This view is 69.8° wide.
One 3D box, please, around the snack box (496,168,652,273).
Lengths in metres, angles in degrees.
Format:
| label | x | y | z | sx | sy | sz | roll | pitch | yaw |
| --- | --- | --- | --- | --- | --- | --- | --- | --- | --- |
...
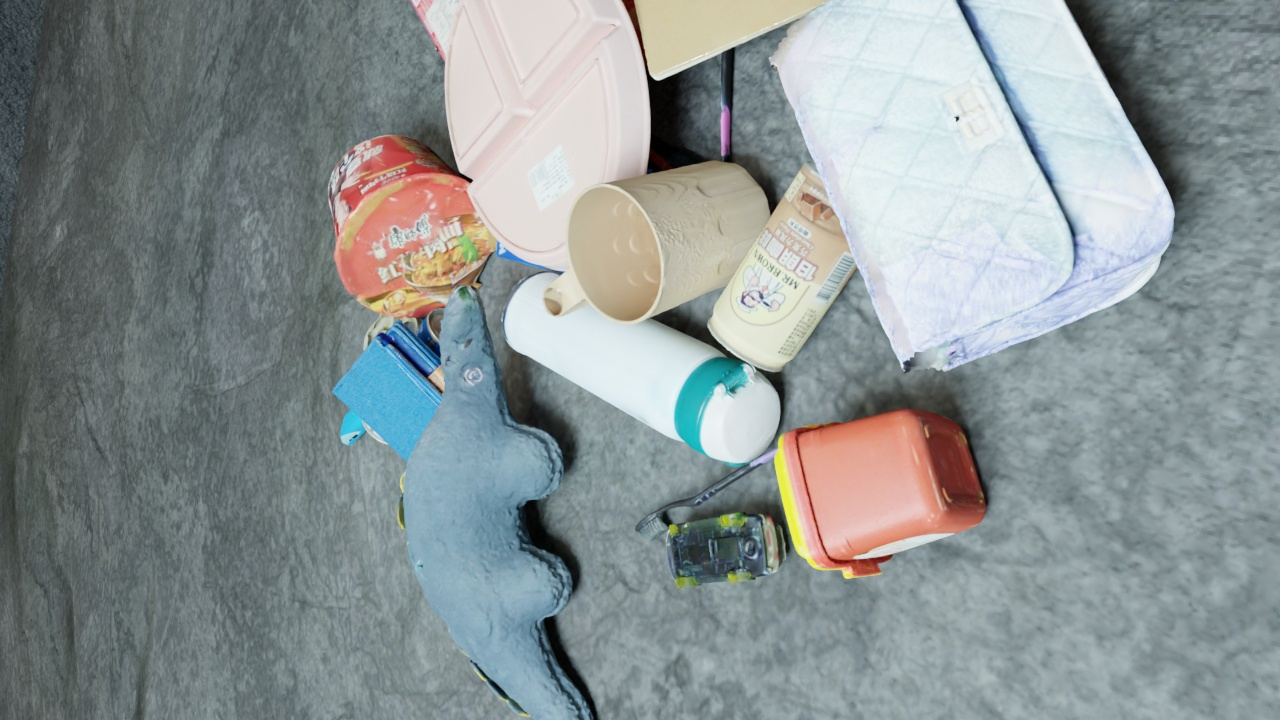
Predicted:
| label | x | y | z | sx | sy | sz | roll | pitch | yaw |
| --- | --- | --- | --- | --- | --- | --- | --- | --- | --- |
| snack box | -0.055 | -0.110 | 0.700 | 0.157 | 0.026 | 0.084 | 19 | 110 | 45 |

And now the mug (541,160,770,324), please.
| label | x | y | z | sx | sy | sz | roll | pitch | yaw |
| --- | --- | --- | --- | --- | --- | --- | --- | --- | --- |
| mug | 0.008 | -0.069 | 0.581 | 0.125 | 0.103 | 0.084 | -32 | 83 | 50 |

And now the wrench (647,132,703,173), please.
| label | x | y | z | sx | sy | sz | roll | pitch | yaw |
| --- | --- | --- | --- | --- | --- | --- | --- | --- | --- |
| wrench | -0.017 | -0.164 | 0.686 | 0.273 | 0.016 | 0.056 | 38 | 116 | 40 |

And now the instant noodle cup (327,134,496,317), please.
| label | x | y | z | sx | sy | sz | roll | pitch | yaw |
| --- | --- | --- | --- | --- | --- | --- | --- | --- | --- |
| instant noodle cup | -0.204 | -0.123 | 0.790 | 0.138 | 0.137 | 0.108 | -59 | 44 | 23 |

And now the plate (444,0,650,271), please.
| label | x | y | z | sx | sy | sz | roll | pitch | yaw |
| --- | --- | --- | --- | --- | --- | --- | --- | --- | --- |
| plate | -0.077 | -0.174 | 0.649 | 0.230 | 0.028 | 0.230 | 23 | 121 | 44 |

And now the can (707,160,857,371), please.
| label | x | y | z | sx | sy | sz | roll | pitch | yaw |
| --- | --- | --- | --- | --- | --- | --- | --- | --- | --- |
| can | 0.092 | -0.055 | 0.539 | 0.058 | 0.058 | 0.116 | 49 | 119 | 36 |

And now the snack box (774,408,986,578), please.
| label | x | y | z | sx | sy | sz | roll | pitch | yaw |
| --- | --- | --- | --- | --- | --- | --- | --- | --- | --- |
| snack box | 0.126 | 0.066 | 0.474 | 0.080 | 0.091 | 0.082 | -22 | 70 | 33 |

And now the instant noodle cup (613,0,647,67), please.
| label | x | y | z | sx | sy | sz | roll | pitch | yaw |
| --- | --- | --- | --- | --- | --- | --- | --- | --- | --- |
| instant noodle cup | -0.036 | -0.295 | 0.674 | 0.165 | 0.079 | 0.188 | -23 | 69 | 37 |

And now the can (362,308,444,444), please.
| label | x | y | z | sx | sy | sz | roll | pitch | yaw |
| --- | --- | --- | --- | --- | --- | --- | --- | --- | --- |
| can | -0.197 | 0.017 | 0.817 | 0.135 | 0.053 | 0.053 | -48 | 56 | 30 |

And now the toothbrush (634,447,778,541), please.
| label | x | y | z | sx | sy | sz | roll | pitch | yaw |
| --- | --- | --- | --- | --- | --- | --- | --- | --- | --- |
| toothbrush | 0.046 | 0.083 | 0.575 | 0.190 | 0.014 | 0.016 | -40 | 69 | 50 |

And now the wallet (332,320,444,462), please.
| label | x | y | z | sx | sy | sz | roll | pitch | yaw |
| --- | --- | --- | --- | --- | --- | --- | --- | --- | --- |
| wallet | -0.186 | 0.041 | 0.773 | 0.133 | 0.040 | 0.107 | 45 | 126 | -8 |

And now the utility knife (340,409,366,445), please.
| label | x | y | z | sx | sy | sz | roll | pitch | yaw |
| --- | --- | --- | --- | --- | --- | --- | --- | --- | --- |
| utility knife | -0.233 | 0.020 | 0.877 | 0.199 | 0.018 | 0.034 | -39 | 43 | 33 |

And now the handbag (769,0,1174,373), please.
| label | x | y | z | sx | sy | sz | roll | pitch | yaw |
| --- | --- | --- | --- | --- | --- | --- | --- | --- | --- |
| handbag | 0.156 | -0.104 | 0.448 | 0.134 | 0.075 | 0.193 | -24 | 69 | 17 |

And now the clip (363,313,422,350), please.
| label | x | y | z | sx | sy | sz | roll | pitch | yaw |
| --- | --- | --- | --- | --- | --- | --- | --- | --- | --- |
| clip | -0.225 | -0.044 | 0.858 | 0.093 | 0.035 | 0.103 | -22 | 54 | 44 |

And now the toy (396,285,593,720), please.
| label | x | y | z | sx | sy | sz | roll | pitch | yaw |
| --- | --- | --- | --- | --- | --- | --- | --- | --- | --- |
| toy | -0.118 | 0.124 | 0.694 | 0.138 | 0.091 | 0.356 | -13 | 88 | 38 |

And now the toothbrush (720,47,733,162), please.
| label | x | y | z | sx | sy | sz | roll | pitch | yaw |
| --- | --- | --- | --- | --- | --- | --- | --- | --- | --- |
| toothbrush | 0.061 | -0.219 | 0.619 | 0.018 | 0.014 | 0.189 | -2 | 85 | 32 |

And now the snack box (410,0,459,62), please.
| label | x | y | z | sx | sy | sz | roll | pitch | yaw |
| --- | --- | --- | --- | --- | --- | --- | --- | --- | --- |
| snack box | -0.159 | -0.312 | 0.813 | 0.058 | 0.057 | 0.207 | -47 | 56 | 27 |

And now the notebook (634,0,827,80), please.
| label | x | y | z | sx | sy | sz | roll | pitch | yaw |
| --- | --- | --- | --- | --- | --- | --- | --- | --- | --- |
| notebook | 0.086 | -0.270 | 0.550 | 0.208 | 0.008 | 0.147 | -18 | 72 | 20 |

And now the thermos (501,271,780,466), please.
| label | x | y | z | sx | sy | sz | roll | pitch | yaw |
| --- | --- | --- | --- | --- | --- | --- | --- | --- | --- |
| thermos | -0.004 | 0.004 | 0.624 | 0.224 | 0.073 | 0.073 | 27 | 105 | 42 |

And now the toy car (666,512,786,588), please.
| label | x | y | z | sx | sy | sz | roll | pitch | yaw |
| --- | --- | --- | --- | --- | --- | --- | --- | --- | --- |
| toy car | 0.051 | 0.120 | 0.578 | 0.091 | 0.035 | 0.042 | -21 | 70 | 47 |
